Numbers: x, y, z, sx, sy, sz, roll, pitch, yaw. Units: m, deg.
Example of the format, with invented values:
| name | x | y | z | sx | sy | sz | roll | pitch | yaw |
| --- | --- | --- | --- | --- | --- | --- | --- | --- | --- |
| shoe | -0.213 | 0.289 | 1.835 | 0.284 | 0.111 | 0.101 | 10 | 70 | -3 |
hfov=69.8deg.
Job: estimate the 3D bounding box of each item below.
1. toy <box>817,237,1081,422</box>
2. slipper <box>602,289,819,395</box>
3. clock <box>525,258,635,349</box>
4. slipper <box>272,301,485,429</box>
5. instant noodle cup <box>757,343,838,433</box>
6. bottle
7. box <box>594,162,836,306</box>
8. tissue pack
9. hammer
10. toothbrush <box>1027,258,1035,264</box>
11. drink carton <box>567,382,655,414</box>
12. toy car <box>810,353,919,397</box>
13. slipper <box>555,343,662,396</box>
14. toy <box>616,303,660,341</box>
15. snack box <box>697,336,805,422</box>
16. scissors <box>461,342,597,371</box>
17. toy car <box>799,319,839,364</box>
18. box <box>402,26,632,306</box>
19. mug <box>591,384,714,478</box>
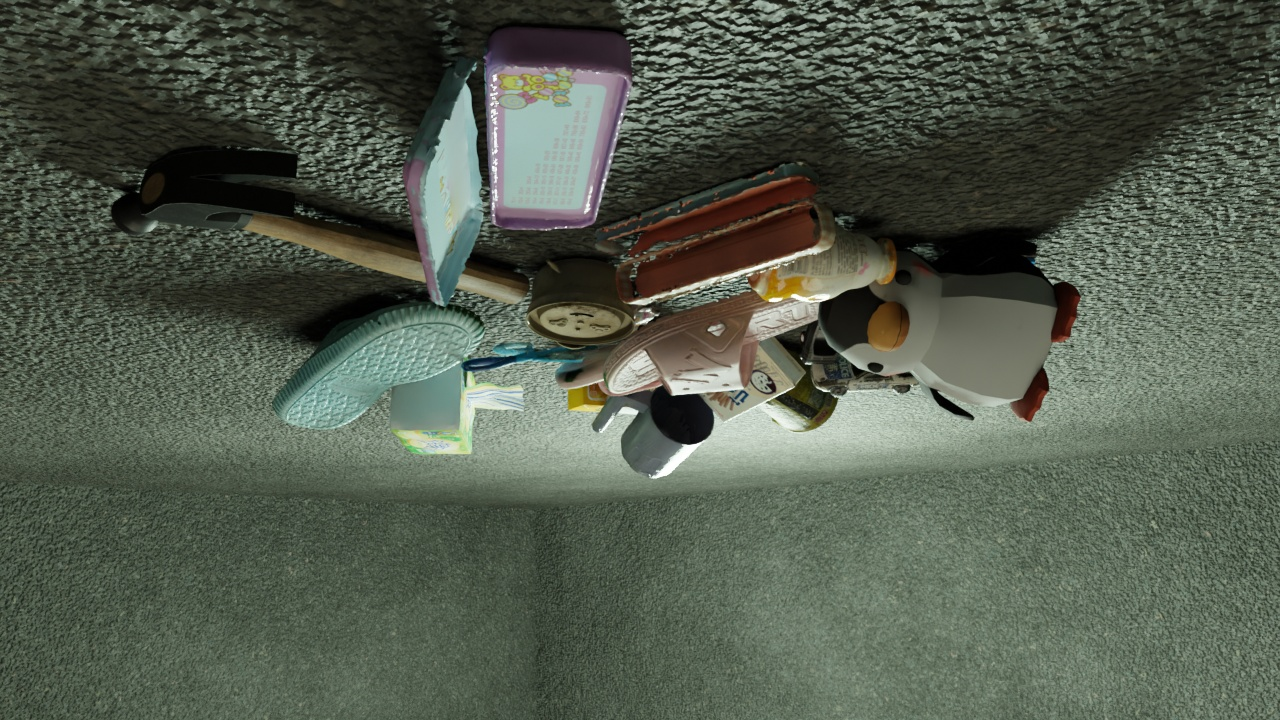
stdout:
| name | x | y | z | sx | sy | sz | roll | pitch | yaw |
| --- | --- | --- | --- | --- | --- | --- | --- | --- | --- |
| toy | 0.240 | -0.039 | 0.776 | 0.184 | 0.159 | 0.140 | 9 | -157 | -5 |
| slipper | 0.080 | -0.012 | 0.825 | 0.239 | 0.064 | 0.094 | -22 | 158 | 6 |
| clock | -0.054 | -0.047 | 0.806 | 0.093 | 0.054 | 0.141 | 6 | 159 | -11 |
| slipper | -0.271 | -0.006 | 0.916 | 0.277 | 0.069 | 0.115 | -29 | 150 | 33 |
| instant noodle cup | 0.168 | 0.028 | 1.097 | 0.102 | 0.102 | 0.108 | -13 | 154 | 39 |
| bottle | 0.137 | -0.076 | 0.697 | 0.108 | 0.063 | 0.063 | -1 | 167 | -10 |
| box | 0.048 | -0.085 | 0.658 | 0.188 | 0.054 | 0.076 | -15 | 130 | 39 |
| tissue pack | -0.207 | 0.048 | 1.075 | 0.141 | 0.120 | 0.198 | 1 | 173 | -6 |
| hammer | -0.198 | -0.084 | 0.672 | 0.133 | 0.040 | 0.305 | -8 | 167 | 38 |
| toothbrush | 0.266 | -0.074 | 0.826 | 0.167 | 0.014 | 0.016 | -6 | 166 | 15 |
| drink carton | -0.028 | 0.034 | 1.146 | 0.122 | 0.058 | 0.040 | 6 | 165 | -31 |
| toy car | 0.229 | 0.007 | 0.928 | 0.113 | 0.048 | 0.041 | -4 | 135 | 7 |
| slipper | -0.006 | 0.006 | 0.966 | 0.107 | 0.055 | 0.221 | -13 | 180 | 31 |
| toy | -0.036 | -0.036 | 0.893 | 0.126 | 0.037 | 0.075 | -5 | 171 | 33 |
| snack box | 0.109 | 0.014 | 1.014 | 0.026 | 0.082 | 0.150 | -44 | -175 | -31 |
| scissors | -0.111 | -0.002 | 0.894 | 0.141 | 0.013 | 0.112 | 7 | -161 | 38 |
| toy car | 0.183 | -0.030 | 0.892 | 0.040 | 0.037 | 0.092 | 1 | 134 | -9 |
| box | -0.079 | -0.107 | 0.528 | 0.140 | 0.062 | 0.214 | -35 | 174 | -15 |
| mug | 0.011 | 0.078 | 1.099 | 0.124 | 0.083 | 0.104 | 22 | 144 | -11 |
